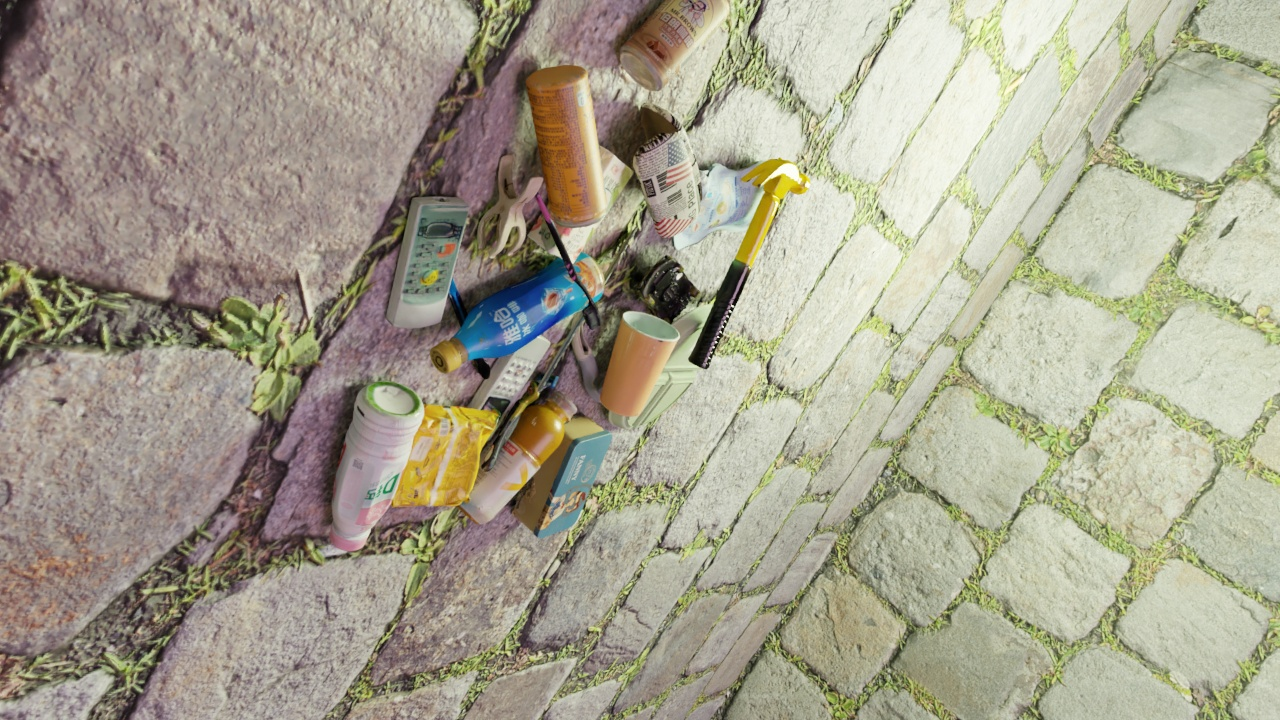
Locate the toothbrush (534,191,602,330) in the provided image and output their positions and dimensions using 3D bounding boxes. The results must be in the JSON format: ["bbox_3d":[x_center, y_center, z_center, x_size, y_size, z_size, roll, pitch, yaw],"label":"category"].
[{"bbox_3d":[-0.078,-0.103,0.956,0.017,0.014,0.189,-42,132,-20],"label":"toothbrush"}]

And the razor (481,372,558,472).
[{"bbox_3d":[-0.152,0.071,1.107,0.022,0.043,0.142,41,73,-29],"label":"razor"}]

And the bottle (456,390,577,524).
[{"bbox_3d":[-0.155,0.117,1.140,0.189,0.068,0.068,-47,152,-12],"label":"bottle"}]

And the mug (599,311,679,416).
[{"bbox_3d":[-0.007,0.007,1.192,0.078,0.078,0.123,-11,129,-52],"label":"mug"}]

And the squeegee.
[{"bbox_3d":[-0.067,-0.011,1.163,0.247,0.039,0.245,85,30,-61],"label":"squeegee"}]

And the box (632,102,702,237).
[{"bbox_3d":[0.024,-0.208,1.031,0.086,0.075,0.162,-53,155,-17],"label":"box"}]

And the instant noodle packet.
[{"bbox_3d":[-0.225,0.106,1.032,0.110,0.044,0.129,6,116,-41],"label":"instant noodle packet"}]

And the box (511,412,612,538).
[{"bbox_3d":[-0.107,0.154,1.266,0.089,0.062,0.185,-14,135,-51],"label":"box"}]

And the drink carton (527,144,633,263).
[{"bbox_3d":[-0.064,-0.168,0.977,0.122,0.045,0.053,-57,153,7],"label":"drink carton"}]

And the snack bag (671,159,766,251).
[{"bbox_3d":[0.111,-0.208,1.210,0.190,0.039,0.110,-18,140,-46],"label":"snack bag"}]

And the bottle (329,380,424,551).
[{"bbox_3d":[-0.282,0.116,0.951,0.068,0.068,0.197,-13,137,-51],"label":"bottle"}]

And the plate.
[{"bbox_3d":[0.042,0.015,1.332,0.229,0.027,0.230,-42,162,-18],"label":"plate"}]

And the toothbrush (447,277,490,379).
[{"bbox_3d":[-0.188,-0.040,0.975,0.014,0.016,0.190,-37,146,-20],"label":"toothbrush"}]

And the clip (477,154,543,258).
[{"bbox_3d":[-0.129,-0.148,0.906,0.034,0.072,0.100,-16,137,-49],"label":"clip"}]

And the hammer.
[{"bbox_3d":[0.137,-0.130,1.238,0.128,0.033,0.301,10,105,-55],"label":"hammer"}]

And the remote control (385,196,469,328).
[{"bbox_3d":[-0.203,-0.092,0.873,0.056,0.019,0.135,-9,129,-44],"label":"remote control"}]

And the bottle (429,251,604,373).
[{"bbox_3d":[-0.131,-0.049,0.977,0.218,0.065,0.065,-35,147,-38],"label":"bottle"}]

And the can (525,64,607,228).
[{"bbox_3d":[-0.069,-0.204,0.880,0.058,0.058,0.146,-34,133,-32],"label":"can"}]

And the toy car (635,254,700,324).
[{"bbox_3d":[0.034,-0.093,1.214,0.070,0.042,0.158,-48,158,-3],"label":"toy car"}]

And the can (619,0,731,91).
[{"bbox_3d":[0.035,-0.332,0.928,0.116,0.058,0.058,-49,152,-8],"label":"can"}]

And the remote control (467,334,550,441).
[{"bbox_3d":[-0.162,0.031,1.082,0.150,0.021,0.058,-58,152,7],"label":"remote control"}]
